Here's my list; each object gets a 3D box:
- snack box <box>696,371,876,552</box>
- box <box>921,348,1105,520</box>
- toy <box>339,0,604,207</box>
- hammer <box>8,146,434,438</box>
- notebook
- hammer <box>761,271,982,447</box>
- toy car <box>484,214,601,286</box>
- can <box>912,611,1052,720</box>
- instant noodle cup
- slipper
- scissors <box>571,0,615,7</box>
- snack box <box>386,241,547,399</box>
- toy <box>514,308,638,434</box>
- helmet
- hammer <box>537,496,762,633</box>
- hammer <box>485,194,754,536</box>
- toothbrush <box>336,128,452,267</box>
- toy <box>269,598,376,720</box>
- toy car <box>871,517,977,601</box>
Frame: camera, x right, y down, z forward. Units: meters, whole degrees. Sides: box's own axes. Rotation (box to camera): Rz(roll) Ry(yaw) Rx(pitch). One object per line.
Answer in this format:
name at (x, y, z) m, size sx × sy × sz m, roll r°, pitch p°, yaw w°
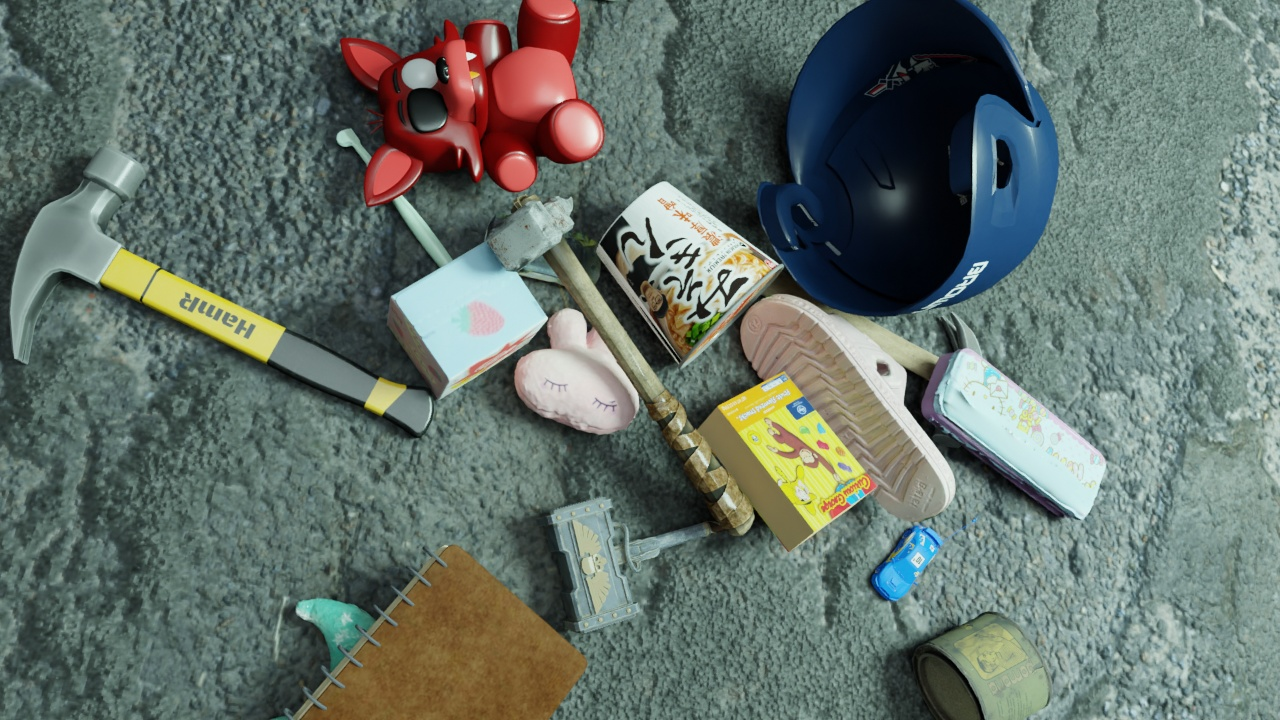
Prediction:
snack box at (0.123, 0.083, 0.774) m, size 0.088 × 0.040 × 0.126 m, roll -24°, pitch 70°, yaw -38°
box at (0.354, 0.071, 0.862) m, size 0.214 × 0.033 × 0.076 m, roll 34°, pitch 70°, yaw -19°
toy at (-0.138, -0.215, 0.758) m, size 0.197 × 0.121 × 0.158 m, roll -10°, pitch 80°, yaw -10°
hammer at (-0.312, -0.020, 0.709) m, size 0.324 × 0.034 × 0.169 m, roll 27°, pitch 74°, yaw -11°
notebook at (-0.164, 0.264, 0.672) m, size 0.167 × 0.024 × 0.225 m, roll 48°, pitch 69°, yaw -21°
hammer at (0.179, -0.041, 0.864) m, size 0.331 × 0.031 × 0.119 m, roll 26°, pitch 72°, yaw -7°
toy car at (-0.085, -0.090, 0.787) m, size 0.105 × 0.033 × 0.048 m, roll 12°, pitch 69°, yaw -27°
can at (0.292, 0.274, 0.791) m, size 0.074 × 0.090 × 0.090 m, roll -19°, pitch 84°, yaw -19°
instant noodle cup at (0.035, -0.079, 0.781) m, size 0.122 × 0.124 × 0.123 m, roll 46°, pitch 70°, yaw 5°
slipper at (0.190, 0.031, 0.807) m, size 0.064 × 0.094 × 0.239 m, roll -32°, pitch 79°, yaw -42°
scissors at (-0.081, -0.358, 0.852) m, size 0.136 × 0.019 × 0.138 m, roll -38°, pitch 90°, yaw -19°
snack box at (-0.139, -0.030, 0.726) m, size 0.092 × 0.095 × 0.079 m, roll -34°, pitch 89°, yaw -21°
toy at (-0.050, 0.007, 0.770) m, size 0.108 × 0.053 × 0.105 m, roll 15°, pitch 60°, yaw -13°
helmet at (0.240, -0.181, 0.799) m, size 0.222 × 0.233 × 0.272 m, roll -24°, pitch 97°, yaw -42°
hammer at (0.080, 0.137, 0.786) m, size 0.321 × 0.044 × 0.098 m, roll -12°, pitch 82°, yaw -21°
hammer at (-0.004, 0.004, 0.730) m, size 0.049 × 0.121 × 0.319 m, roll -32°, pitch 97°, yaw 18°
toothbrush at (-0.201, -0.130, 0.771) m, size 0.155 × 0.015 × 0.022 m, roll 52°, pitch 39°, yaw -2°
toy at (-0.224, 0.234, 0.679) m, size 0.085 × 0.033 × 0.105 m, roll 13°, pitch 75°, yaw -8°
toy car at (0.254, 0.174, 0.816) m, size 0.033 × 0.062 × 0.091 m, roll 46°, pitch 70°, yaw -3°
